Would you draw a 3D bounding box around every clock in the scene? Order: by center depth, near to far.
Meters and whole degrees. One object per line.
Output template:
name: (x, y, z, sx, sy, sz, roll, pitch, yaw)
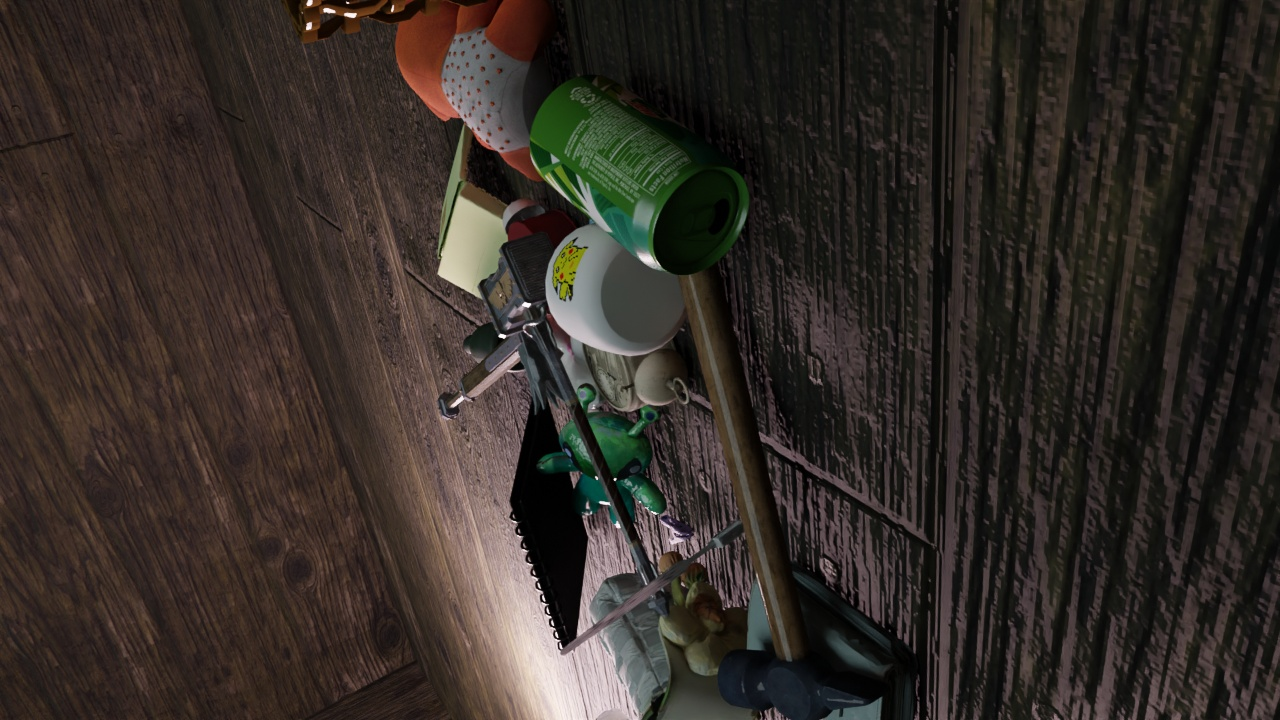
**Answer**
clock: (-0.004, 0.004, 0.737, 0.141, 0.054, 0.093, 34, 140, 53)
clock: (-0.087, -0.095, 0.825, 0.124, 0.044, 0.087, 40, 144, 43)

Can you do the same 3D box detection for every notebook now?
notebook: (-0.091, 0.172, 0.958, 0.168, 0.019, 0.232, -86, -13, -52)

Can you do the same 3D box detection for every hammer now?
hammer: (0.076, 0.083, 0.620, 0.130, 0.040, 0.321, -16, 87, 50)
hammer: (-0.045, 0.059, 0.757, 0.322, 0.044, 0.099, 66, 154, 6)
hammer: (-0.166, 0.012, 0.957, 0.318, 0.028, 0.147, -31, 76, 60)

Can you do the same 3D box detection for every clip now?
clip: (0.032, 0.154, 0.847, 0.045, 0.014, 0.051, 59, 157, 22)

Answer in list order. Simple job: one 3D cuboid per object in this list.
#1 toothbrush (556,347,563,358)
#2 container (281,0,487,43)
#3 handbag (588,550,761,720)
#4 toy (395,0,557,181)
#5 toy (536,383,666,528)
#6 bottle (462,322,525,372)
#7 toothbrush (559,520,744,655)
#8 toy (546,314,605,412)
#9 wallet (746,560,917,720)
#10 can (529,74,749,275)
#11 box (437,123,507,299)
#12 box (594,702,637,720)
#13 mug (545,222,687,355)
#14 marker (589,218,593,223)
toothbrush: (-0.091, -0.015, 0.930, 0.024, 0.022, 0.185, -35, 78, 28)
container: (-0.097, -0.336, 0.438, 0.219, 0.213, 0.252, 64, 155, 5)
handbag: (0.029, 0.240, 0.814, 0.171, 0.112, 0.123, 44, 115, 58)
toy: (-0.131, -0.240, 0.749, 0.172, 0.092, 0.164, 34, 144, 30)
toy: (-0.031, 0.095, 0.859, 0.131, 0.072, 0.194, 17, 142, 8)
bottle: (-0.170, -0.017, 1.044, 0.174, 0.055, 0.055, 4, 115, 63)
toothbrush: (0.014, 0.170, 0.695, 0.010, 0.181, 0.010, 62, 152, -3)
toy: (-0.057, 0.014, 0.869, 0.076, 0.037, 0.125, 25, 136, 50)
wallet: (0.136, 0.214, 0.655, 0.132, 0.054, 0.100, 26, 135, 47)
can: (-0.003, -0.121, 0.593, 0.144, 0.083, 0.083, 44, 147, 39)
box: (-0.183, -0.145, 0.962, 0.133, 0.061, 0.188, 65, 155, 8)
box: (0.024, 0.344, 0.858, 0.092, 0.159, 0.081, 134, 116, -75)
mug: (-0.011, -0.063, 0.661, 0.068, 0.094, 0.115, 18, 90, 56)
marker: (-0.029, -0.143, 0.707, 0.013, 0.013, 0.142, 54, 152, 25)
